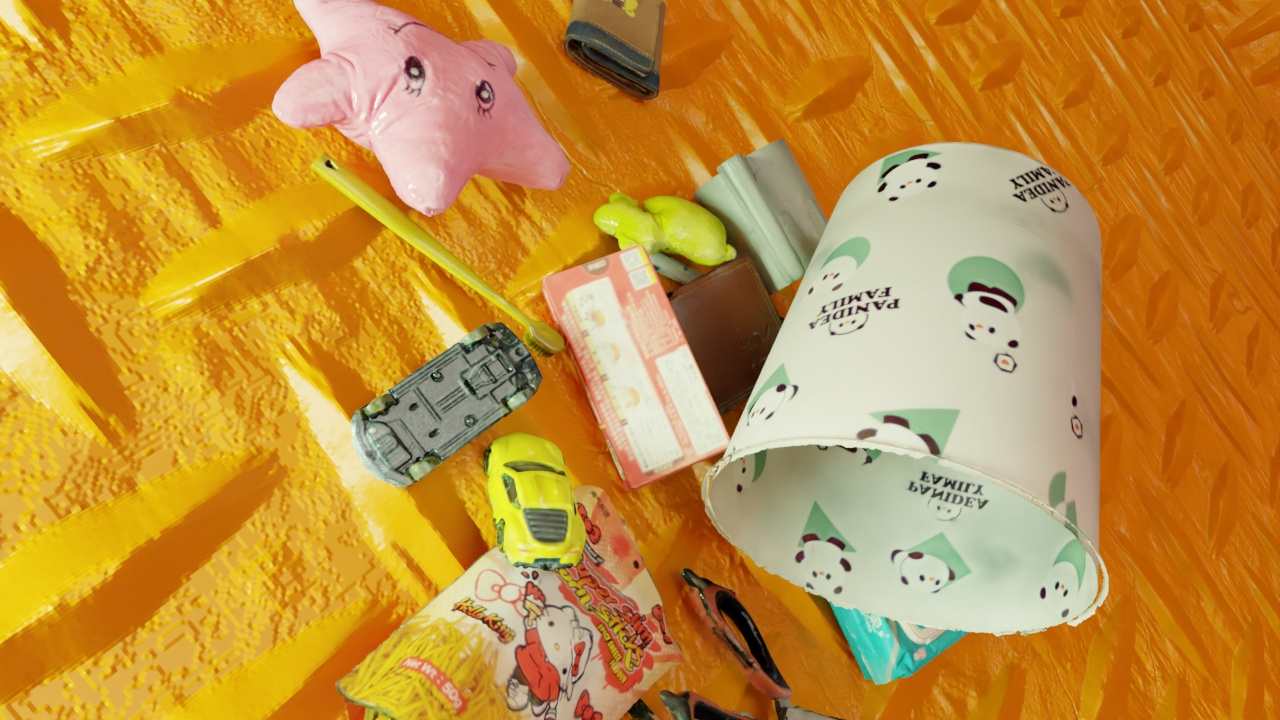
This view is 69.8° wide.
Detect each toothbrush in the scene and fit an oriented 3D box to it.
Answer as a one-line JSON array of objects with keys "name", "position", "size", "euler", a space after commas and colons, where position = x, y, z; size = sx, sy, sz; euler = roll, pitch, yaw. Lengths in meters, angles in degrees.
[{"name": "toothbrush", "position": [-0.126, -0.063, 0.580], "size": [0.190, 0.017, 0.015], "euler": [39, 51, -16]}, {"name": "toothbrush", "position": [0.069, -0.049, 0.727], "size": [0.191, 0.018, 0.016], "euler": [23, 61, -25]}, {"name": "toothbrush", "position": [0.055, 0.272, 0.557], "size": [0.186, 0.017, 0.012], "euler": [50, 55, -8]}]

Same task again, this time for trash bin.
[{"name": "trash bin", "position": [0.185, 0.012, 0.595], "size": [0.229, 0.230, 0.251], "euler": [35, 58, -20]}]

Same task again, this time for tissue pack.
[{"name": "tissue pack", "position": [0.201, 0.176, 0.696], "size": [0.133, 0.050, 0.093], "euler": [-15, 77, -42]}]

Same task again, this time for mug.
[{"name": "mug", "position": [0.100, -0.109, 0.719], "size": [0.103, 0.084, 0.123], "euler": [59, 16, -2]}]

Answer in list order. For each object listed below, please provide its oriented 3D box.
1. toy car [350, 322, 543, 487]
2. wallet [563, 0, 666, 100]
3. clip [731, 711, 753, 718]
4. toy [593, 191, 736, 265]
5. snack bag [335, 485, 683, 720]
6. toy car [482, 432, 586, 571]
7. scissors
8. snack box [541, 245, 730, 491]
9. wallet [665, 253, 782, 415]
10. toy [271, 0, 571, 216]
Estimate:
[{"name": "toy car", "position": [-0.112, 0.025, 0.535], "size": [0.120, 0.037, 0.054], "euler": [-39, 96, -32]}, {"name": "wallet", "position": [-0.017, -0.279, 0.759], "size": [0.090, 0.033, 0.115], "euler": [24, 52, -26]}, {"name": "clip", "position": [0.073, 0.249, 0.582], "size": [0.025, 0.036, 0.058], "euler": [-28, 88, -40]}, {"name": "toy", "position": [0.020, -0.100, 0.686], "size": [0.099, 0.031, 0.096], "euler": [-18, 53, -39]}, {"name": "snack bag", "position": [-0.058, 0.161, 0.500], "size": [0.207, 0.073, 0.128], "euler": [-30, 88, -50]}, {"name": "toy car", "position": [-0.060, 0.075, 0.524], "size": [0.048, 0.032, 0.105], "euler": [6, 33, -23]}, {"name": "scissors", "position": [0.087, 0.224, 0.586], "size": [0.226, 0.015, 0.188], "euler": [57, 28, 8]}, {"name": "snack box", "position": [-0.004, 0.004, 0.615], "size": [0.075, 0.025, 0.153], "euler": [-22, 82, -14]}, {"name": "wallet", "position": [0.055, -0.012, 0.678], "size": [0.124, 0.032, 0.101], "euler": [-29, 92, -33]}, {"name": "toy", "position": [-0.128, -0.154, 0.578], "size": [0.194, 0.075, 0.178], "euler": [13, 53, -33]}]
